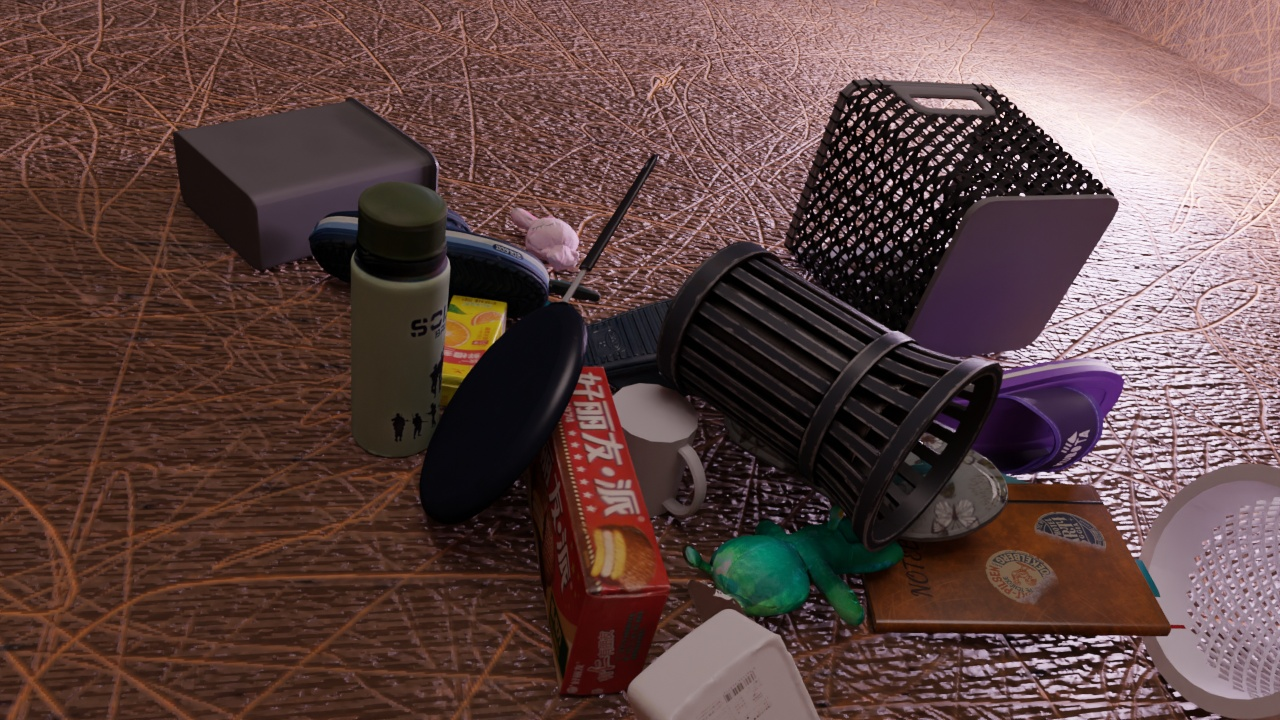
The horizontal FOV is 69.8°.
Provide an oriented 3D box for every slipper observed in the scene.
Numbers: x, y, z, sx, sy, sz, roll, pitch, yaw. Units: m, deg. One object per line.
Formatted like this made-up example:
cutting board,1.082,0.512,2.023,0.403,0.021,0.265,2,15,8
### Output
slipper,-0.005,0.005,0.901,0.263,0.083,0.101,-12,38,-2
slipper,-0.215,-0.118,0.958,0.253,0.105,0.095,11,55,1
slipper,0.183,0.083,0.814,0.269,0.055,0.098,20,72,35
slipper,0.362,0.071,0.898,0.266,0.107,0.084,-4,37,-12

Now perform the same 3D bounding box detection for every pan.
pan,-0.076,-0.029,0.747,0.021,0.355,0.199,37,-15,-26

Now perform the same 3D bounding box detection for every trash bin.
trash bin,0.137,0.015,0.730,0.163,0.165,0.227,-24,49,-40
trash bin,0.553,0.202,0.731,0.199,0.196,0.195,16,35,-13
trash bin,-0.376,-0.207,1.044,0.192,0.098,0.219,37,43,29

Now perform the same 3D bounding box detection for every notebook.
notebook,0.311,0.162,0.797,0.249,0.014,0.178,1,37,0

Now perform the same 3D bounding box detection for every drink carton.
drink carton,-0.168,-0.008,0.888,0.058,0.043,0.134,8,35,-3

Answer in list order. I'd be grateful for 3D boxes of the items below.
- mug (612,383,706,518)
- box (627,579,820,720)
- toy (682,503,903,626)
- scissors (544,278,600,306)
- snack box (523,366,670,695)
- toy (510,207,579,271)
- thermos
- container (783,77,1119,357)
mug,0.014,0.086,0.778,0.105,0.090,0.073,37,42,28
box,0.047,0.210,0.612,0.128,0.108,0.137,-33,24,-21
toy,0.122,0.156,0.726,0.193,0.072,0.131,-9,25,-32
scissors,-0.111,-0.077,1.019,0.124,0.019,0.156,-13,44,-32
snack box,-0.043,0.118,0.696,0.060,0.113,0.236,1,38,-17
toy,-0.111,-0.150,1.094,0.063,0.047,0.110,-2,35,-34
thermos,-0.198,-0.032,0.749,0.082,0.232,0.082,8,36,-6
container,0.364,-0.166,1.104,0.247,0.246,0.243,-6,43,-24
